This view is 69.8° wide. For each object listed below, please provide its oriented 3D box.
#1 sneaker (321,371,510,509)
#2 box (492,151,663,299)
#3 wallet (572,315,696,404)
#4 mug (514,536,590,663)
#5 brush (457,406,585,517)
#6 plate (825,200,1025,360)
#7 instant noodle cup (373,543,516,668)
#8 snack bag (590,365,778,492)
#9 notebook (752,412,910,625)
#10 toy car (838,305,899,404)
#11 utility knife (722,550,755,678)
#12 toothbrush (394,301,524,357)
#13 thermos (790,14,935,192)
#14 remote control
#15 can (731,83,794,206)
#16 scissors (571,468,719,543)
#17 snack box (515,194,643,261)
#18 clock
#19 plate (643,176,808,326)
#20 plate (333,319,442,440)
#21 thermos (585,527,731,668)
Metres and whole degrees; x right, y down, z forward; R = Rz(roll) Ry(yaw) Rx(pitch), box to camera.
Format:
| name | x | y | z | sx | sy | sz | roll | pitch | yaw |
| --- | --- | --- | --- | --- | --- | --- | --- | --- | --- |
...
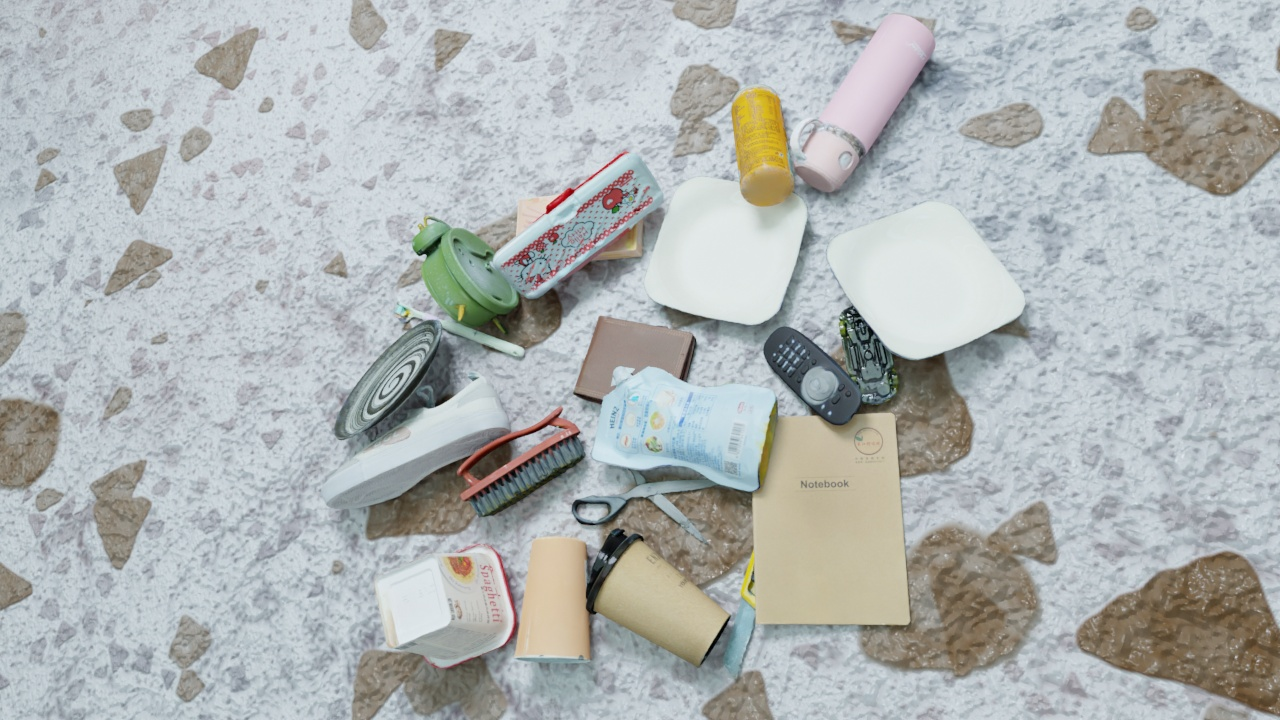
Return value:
| name | x | y | z | sx | sy | sz | roll | pitch | yaw |
| --- | --- | --- | --- | --- | --- | --- | --- | --- | --- |
| sneaker | -0.268 | 0.090 | 1.057 | 0.242 | 0.089 | 0.090 | -26 | 65 | 9 |
| box | -0.077 | -0.160 | 1.032 | 0.201 | 0.100 | 0.095 | -37 | 68 | 5 |
| wallet | -0.006 | 0.006 | 1.025 | 0.125 | 0.032 | 0.101 | 12 | 75 | 21 |
| mug | -0.087 | 0.249 | 0.956 | 0.078 | 0.078 | 0.122 | -5 | 67 | 18 |
| brush | -0.131 | 0.111 | 1.017 | 0.146 | 0.063 | 0.069 | -32 | 80 | 6 |
| plate | 0.282 | -0.077 | 0.926 | 0.164 | 0.034 | 0.163 | -21 | 63 | -13 |
| instant noodle cup | -0.208 | 0.256 | 0.965 | 0.117 | 0.124 | 0.116 | -24 | 68 | 10 |
| snack bag | 0.043 | 0.068 | 0.955 | 0.191 | 0.038 | 0.110 | 9 | 94 | 24 |
| notebook | 0.185 | 0.156 | 0.913 | 0.148 | 0.008 | 0.207 | -3 | 74 | 10 |
| toy car | 0.235 | -0.006 | 0.945 | 0.048 | 0.032 | 0.105 | -12 | 81 | 15 |
| utility knife | 0.125 | 0.208 | 0.924 | 0.033 | 0.015 | 0.223 | 16 | 79 | 22 |
| toothbrush | -0.222 | -0.035 | 1.118 | 0.190 | 0.029 | 0.020 | 18 | 40 | 22 |
| thermos | 0.236 | -0.284 | 1.001 | 0.198 | 0.087 | 0.067 | -55 | 32 | -4 |
| remote control | 0.180 | 0.015 | 0.952 | 0.053 | 0.024 | 0.136 | -52 | 51 | 14 |
| can | 0.133 | -0.239 | 1.014 | 0.058 | 0.058 | 0.145 | -12 | 52 | 15 |
| scissors | 0.005 | 0.136 | 0.992 | 0.181 | 0.014 | 0.159 | -20 | 70 | 10 |
| snack box | -0.074 | -0.160 | 1.100 | 0.157 | 0.026 | 0.084 | -4 | 73 | 18 |
| clock | -0.210 | -0.108 | 1.085 | 0.056 | 0.116 | 0.161 | -35 | 68 | 17 |
| plate | 0.097 | -0.120 | 1.025 | 0.164 | 0.034 | 0.164 | 15 | 79 | 22 |
| plate | -0.290 | 0.025 | 1.077 | 0.180 | 0.024 | 0.179 | -36 | 28 | 22 |
| thermos | 0.015 | 0.240 | 0.917 | 0.143 | 0.093 | 0.093 | 30 | 85 | 17 |
